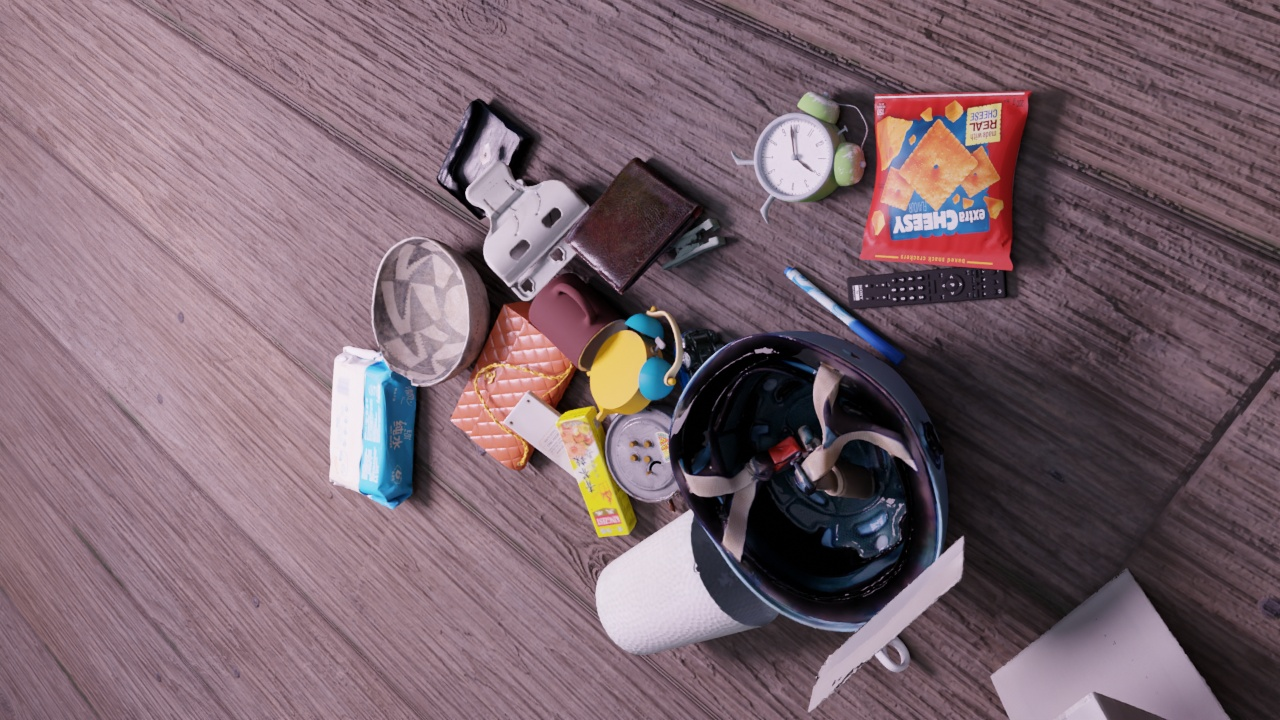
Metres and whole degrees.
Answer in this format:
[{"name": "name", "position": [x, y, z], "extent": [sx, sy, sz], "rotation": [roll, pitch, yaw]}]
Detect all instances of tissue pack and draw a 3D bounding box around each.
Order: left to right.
[{"name": "tissue pack", "position": [-0.353, 0.082, 1.211], "extent": [0.117, 0.065, 0.209], "rotation": [10, 102, 33]}]

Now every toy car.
[{"name": "toy car", "position": [0.069, 0.027, 0.935], "extent": [0.044, 0.056, 0.120], "rotation": [-31, 74, 58]}]

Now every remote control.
[{"name": "remote control", "position": [-0.087, 0.093, 1.036], "extent": [0.136, 0.011, 0.050], "rotation": [38, 115, -5]}, {"name": "remote control", "position": [0.254, -0.066, 0.822], "extent": [0.140, 0.009, 0.030], "rotation": [-3, 96, 34]}]

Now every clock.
[{"name": "clock", "position": [-0.006, 0.006, 0.946], "extent": [0.130, 0.043, 0.099], "rotation": [-37, 50, 32]}, {"name": "clock", "position": [0.007, 0.086, 0.981], "extent": [0.148, 0.056, 0.104], "rotation": [51, 120, 14]}, {"name": "clock", "position": [0.154, -0.191, 0.848], "extent": [0.120, 0.042, 0.094], "rotation": [-29, 83, 34]}]

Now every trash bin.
[{"name": "trash bin", "position": [0.044, 0.229, 0.940], "extent": [0.162, 0.133, 0.133], "rotation": [-35, 78, 37]}]

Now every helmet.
[{"name": "helmet", "position": [0.165, 0.096, 0.811], "extent": [0.226, 0.166, 0.265], "rotation": [-35, 76, 34]}]

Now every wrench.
[{"name": "wrench", "position": [0.162, 0.192, 0.897], "extent": [0.273, 0.066, 0.018], "rotation": [48, 135, 13]}]

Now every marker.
[{"name": "marker", "position": [0.191, -0.044, 0.866], "extent": [0.142, 0.013, 0.013], "rotation": [43, 118, 21]}]

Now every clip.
[{"name": "clip", "position": [-0.125, -0.152, 1.009], "extent": [0.125, 0.075, 0.144], "rotation": [-43, 69, 1]}, {"name": "clip", "position": [0.049, -0.118, 0.941], "extent": [0.076, 0.023, 0.045], "rotation": [-24, 82, 32]}]

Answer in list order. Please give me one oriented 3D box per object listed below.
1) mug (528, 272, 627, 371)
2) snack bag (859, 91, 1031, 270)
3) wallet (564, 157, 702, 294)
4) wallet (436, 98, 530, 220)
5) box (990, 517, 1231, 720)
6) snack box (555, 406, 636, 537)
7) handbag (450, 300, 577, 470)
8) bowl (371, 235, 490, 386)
[{"name": "mug", "position": [-0.069, -0.049, 0.984], "extent": [0.073, 0.106, 0.082], "rotation": [-41, 69, -16]}, {"name": "snack bag", "position": [0.259, -0.155, 0.787], "extent": [0.131, 0.039, 0.144], "rotation": [9, 102, 32]}, {"name": "wallet", "position": [-0.009, -0.139, 0.946], "extent": [0.120, 0.031, 0.099], "rotation": [-48, 61, 2]}, {"name": "wallet", "position": [-0.182, -0.234, 1.071], "extent": [0.089, 0.026, 0.115], "rotation": [42, 117, 20]}, {"name": "box", "position": [0.355, 0.269, 0.734], "extent": [0.172, 0.379, 0.168], "rotation": [39, 117, 4]}, {"name": "snack box", "position": [-0.048, 0.124, 1.013], "extent": [0.040, 0.028, 0.148], "rotation": [-12, 107, 24]}, {"name": "handbag", "position": [-0.145, 0.033, 1.073], "extent": [0.109, 0.060, 0.172], "rotation": [38, 116, 18]}, {"name": "bowl", "position": [-0.238, -0.060, 1.102], "extent": [0.179, 0.081, 0.178], "rotation": [6, 101, 36]}]
